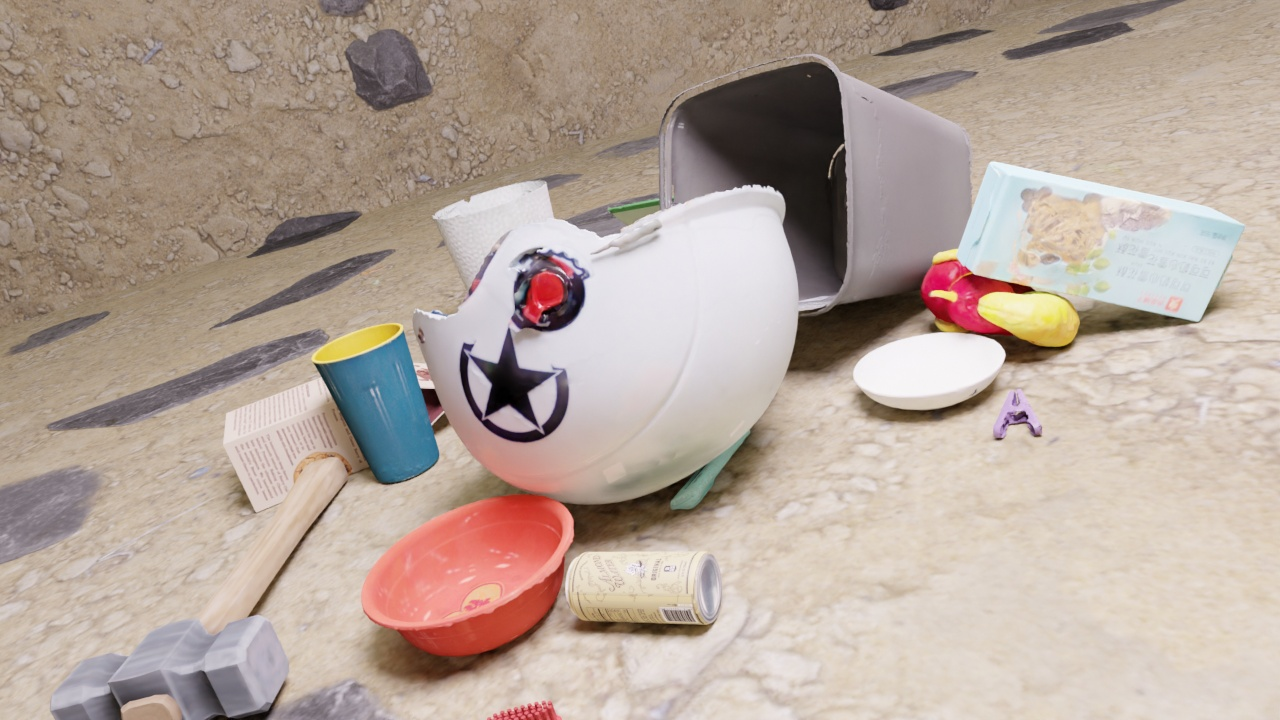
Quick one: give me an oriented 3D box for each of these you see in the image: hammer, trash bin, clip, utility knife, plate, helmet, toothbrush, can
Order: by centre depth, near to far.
[{"bbox_3d":[-0.141,0.203,0.438,0.212,0.018,0.012,-18,20,-4],"label":"toothbrush"},{"bbox_3d":[0.001,0.125,0.505,0.080,0.038,0.038,-6,22,26],"label":"can"},{"bbox_3d":[0.239,0.036,0.592,0.046,0.014,0.050,-20,23,-1],"label":"clip"},{"bbox_3d":[-0.004,0.004,0.610,0.265,0.163,0.236,-25,-10,25],"label":"helmet"},{"bbox_3d":[-0.272,0.147,0.654,0.117,0.051,0.322,-15,17,4],"label":"hammer"},{"bbox_3d":[0.207,0.012,0.659,0.104,0.026,0.104,-14,21,5],"label":"plate"},{"bbox_3d":[0.069,0.058,0.667,0.022,0.015,0.176,-31,6,38],"label":"utility knife"},{"bbox_3d":[0.162,-0.136,0.795,0.219,0.197,0.198,-5,4,-42],"label":"trash bin"},{"bbox_3d":[-0.149,-0.110,1.061,0.133,0.161,0.133,-15,20,5],"label":"trash bin"}]

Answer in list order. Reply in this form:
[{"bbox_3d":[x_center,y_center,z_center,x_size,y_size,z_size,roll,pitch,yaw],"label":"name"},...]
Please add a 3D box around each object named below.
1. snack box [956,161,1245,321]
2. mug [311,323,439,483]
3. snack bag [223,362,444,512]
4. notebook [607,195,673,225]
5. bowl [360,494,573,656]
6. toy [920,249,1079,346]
[{"bbox_3d":[0.325,-0.085,0.658,0.174,0.075,0.053,12,25,-1],"label":"snack box"},{"bbox_3d":[-0.219,0.039,0.782,0.078,0.121,0.078,-14,21,5],"label":"mug"},{"bbox_3d":[-0.271,0.053,0.858,0.206,0.070,0.094,-22,21,-16],"label":"snack bag"},{"bbox_3d":[0.114,-0.170,1.089,0.253,0.010,0.181,-6,-13,25],"label":"notebook"},{"bbox_3d":[-0.096,0.133,0.547,0.130,0.045,0.130,-15,20,5],"label":"bowl"},{"bbox_3d":[0.263,-0.043,0.699,0.105,0.067,0.137,10,15,-24],"label":"toy"}]
